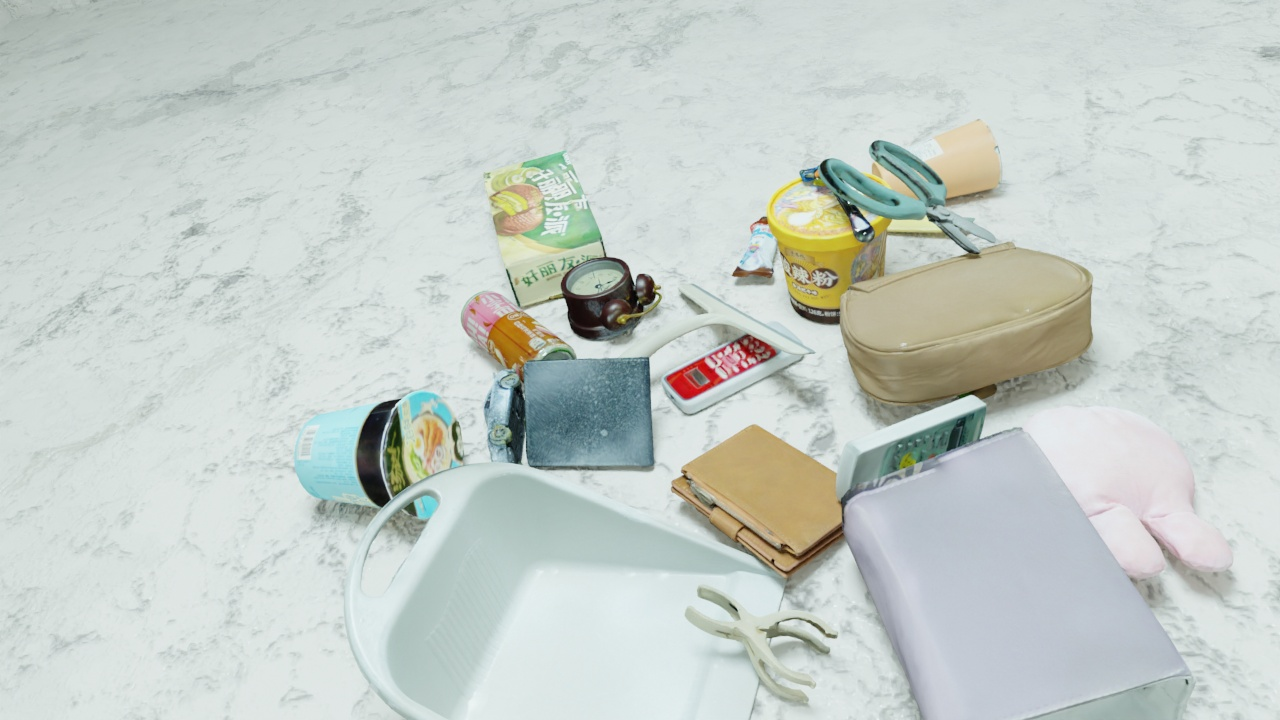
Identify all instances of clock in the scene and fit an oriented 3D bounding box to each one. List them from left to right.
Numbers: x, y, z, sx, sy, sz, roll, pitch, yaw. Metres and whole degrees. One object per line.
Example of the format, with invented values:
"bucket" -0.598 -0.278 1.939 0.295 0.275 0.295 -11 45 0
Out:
"clock" -0.032 -0.064 0.961 0.122 0.055 0.081 16 48 36

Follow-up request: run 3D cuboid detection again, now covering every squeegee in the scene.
"squeegee" -0.005 0.005 0.863 0.246 0.039 0.246 -32 27 -9

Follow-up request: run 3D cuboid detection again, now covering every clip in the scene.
"clip" 0.079 0.197 0.617 0.104 0.035 0.089 9 50 2

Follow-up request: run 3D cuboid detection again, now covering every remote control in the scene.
"remote control" 0.088 0.004 0.871 0.135 0.020 0.056 -26 40 -13
"remote control" 0.209 0.070 0.705 0.135 0.056 0.019 -16 37 -25

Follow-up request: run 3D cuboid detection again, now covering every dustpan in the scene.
"dustpan" -0.057 0.174 0.623 0.258 0.143 0.222 3 43 23

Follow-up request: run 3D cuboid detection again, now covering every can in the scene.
"can" -0.126 -0.020 0.936 0.057 0.058 0.147 -33 43 -22

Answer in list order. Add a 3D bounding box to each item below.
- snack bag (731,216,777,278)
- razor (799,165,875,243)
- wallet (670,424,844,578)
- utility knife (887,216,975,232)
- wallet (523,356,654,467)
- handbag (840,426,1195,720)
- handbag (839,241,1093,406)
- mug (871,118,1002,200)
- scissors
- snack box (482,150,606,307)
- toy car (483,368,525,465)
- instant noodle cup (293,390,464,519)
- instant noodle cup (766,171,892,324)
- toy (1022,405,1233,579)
"snack bag" 0.132 -0.122 1.002 0.045 0.026 0.105 5 45 18
"razor" 0.184 -0.150 0.841 0.043 0.022 0.142 -16 40 2
"wallet" 0.104 0.106 0.729 0.107 0.031 0.132 -27 40 -31
"utility knife" 0.271 -0.152 1.001 0.175 0.019 0.030 11 41 26
"wallet" -0.048 0.046 0.817 0.121 0.097 0.019 -2 -1 17
"handbag" 0.225 0.155 0.588 0.145 0.098 0.196 -12 40 -1
"handbag" 0.277 -0.030 0.797 0.204 0.100 0.147 -15 32 0
"mug" 0.323 -0.210 1.013 0.123 0.078 0.078 -16 39 5
"scissors" 0.251 -0.158 0.845 0.174 0.019 0.176 25 39 5
"snack box" -0.116 -0.164 1.099 0.114 0.063 0.239 -16 39 -4
"toy car" -0.125 0.060 0.845 0.037 0.054 0.120 -8 41 3
"instant noodle cup" -0.238 0.085 0.821 0.121 0.111 0.111 -4 40 26
"instant noodle cup" 0.188 -0.108 0.898 0.118 0.114 0.118 -8 40 7
"toy" 0.343 0.092 0.657 0.121 0.054 0.159 -2 39 -1
